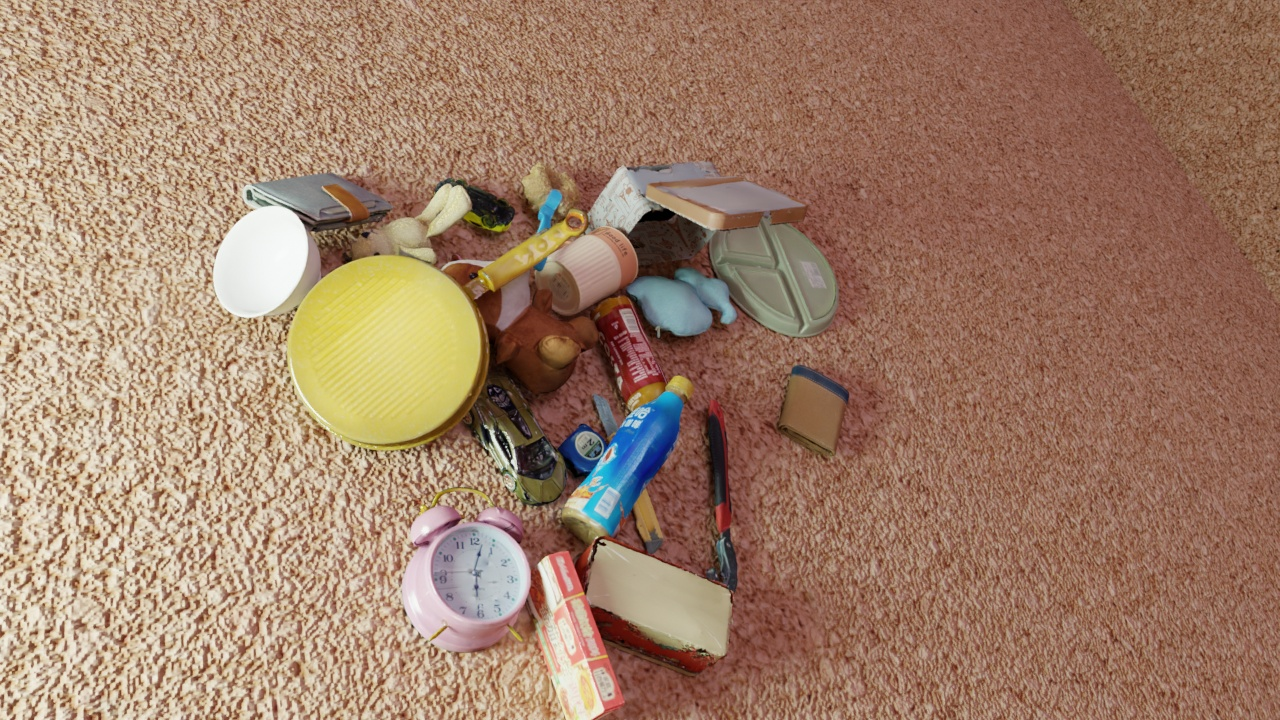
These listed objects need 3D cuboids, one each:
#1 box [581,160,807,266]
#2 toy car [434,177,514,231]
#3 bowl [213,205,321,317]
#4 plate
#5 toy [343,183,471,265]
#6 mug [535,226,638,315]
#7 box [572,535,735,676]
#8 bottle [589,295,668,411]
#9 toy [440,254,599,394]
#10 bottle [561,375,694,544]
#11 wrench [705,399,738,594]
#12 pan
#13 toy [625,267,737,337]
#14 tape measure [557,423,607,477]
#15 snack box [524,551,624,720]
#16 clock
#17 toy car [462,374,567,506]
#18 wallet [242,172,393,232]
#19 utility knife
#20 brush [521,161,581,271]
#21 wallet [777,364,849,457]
[{"bbox_3d":[0.064,-0.199,1.198,0.179,0.271,0.134,-13,95,-39],"label":"box"},{"bbox_3d":[-0.211,-0.194,1.159,0.105,0.032,0.048,26,46,2],"label":"toy car"},{"bbox_3d":[-0.371,-0.092,0.948,0.118,0.118,0.064,65,12,22],"label":"bowl"},{"bbox_3d":[0.207,-0.136,1.382,0.230,0.028,0.229,17,51,-22],"label":"plate"},{"bbox_3d":[-0.262,-0.149,1.050,0.105,0.066,0.157,34,63,31],"label":"toy"},{"bbox_3d":[-0.080,-0.118,1.156,0.114,0.082,0.105,28,43,29],"label":"mug"},{"bbox_3d":[0.012,0.250,0.936,0.168,0.076,0.091,25,47,-14],"label":"box"},{"bbox_3d":[-0.007,0.007,1.119,0.057,0.058,0.174,-6,61,-35],"label":"bottle"},{"bbox_3d":[-0.150,-0.054,1.034,0.199,0.131,0.140,31,17,4],"label":"toy"},{"bbox_3d":[-0.005,0.103,1.012,0.065,0.065,0.218,37,59,-3],"label":"bottle"},{"bbox_3d":[0.094,0.160,1.088,0.056,0.016,0.272,46,34,-39],"label":"wrench"},{"bbox_3d":[-0.193,-0.056,0.949,0.357,0.078,0.197,-39,86,-10],"label":"pan"},{"bbox_3d":[0.056,-0.077,1.226,0.161,0.050,0.155,26,41,-11],"label":"toy"},{"bbox_3d":[-0.064,0.104,1.033,0.054,0.025,0.058,45,50,2],"label":"tape measure"},{"bbox_3d":[-0.068,0.266,0.874,0.025,0.075,0.152,-6,62,-36],"label":"snack box"},{"bbox_3d":[-0.164,0.194,0.878,0.117,0.060,0.158,8,52,-29],"label":"clock"},{"bbox_3d":[-0.134,0.084,0.994,0.070,0.042,0.158,-25,76,-41],"label":"toy car"},{"bbox_3d":[-0.350,-0.178,1.014,0.106,0.037,0.129,25,25,16],"label":"wallet"},{"bbox_3d":[-0.016,0.127,1.057,0.030,0.021,0.204,-1,53,-40],"label":"utility knife"},{"bbox_3d":[-0.120,-0.181,1.158,0.083,0.046,0.254,32,28,-18],"label":"brush"},{"bbox_3d":[0.236,0.068,1.245,0.090,0.033,0.115,29,48,-7],"label":"wallet"}]
